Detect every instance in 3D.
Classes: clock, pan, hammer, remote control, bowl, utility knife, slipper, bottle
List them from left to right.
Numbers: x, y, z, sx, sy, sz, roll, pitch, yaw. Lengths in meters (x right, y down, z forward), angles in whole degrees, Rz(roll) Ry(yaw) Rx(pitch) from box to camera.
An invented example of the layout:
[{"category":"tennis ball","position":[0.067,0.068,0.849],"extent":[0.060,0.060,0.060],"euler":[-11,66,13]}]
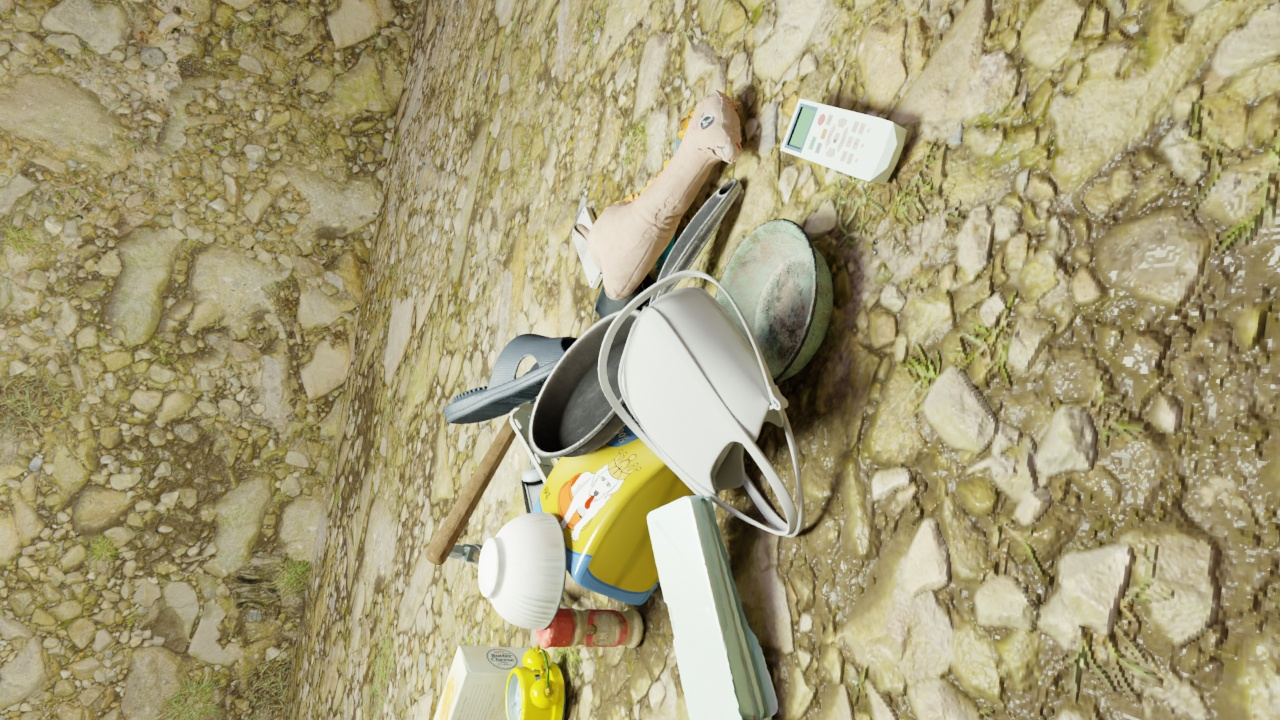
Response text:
[{"category":"hammer","position":[-0.196,0.129,1.229],"extent":[0.130,0.040,0.320],"euler":[-27,31,56]},{"category":"bowl","position":[-0.125,0.211,0.926],"extent":[0.118,0.062,0.118],"euler":[-32,54,57]},{"category":"slipper","position":[-0.146,0.010,1.153],"extent":[0.264,0.101,0.082],"euler":[-21,75,28]},{"category":"hammer","position":[-0.138,0.280,1.131],"extent":[0.317,0.147,0.028],"euler":[11,85,53]},{"category":"clock","position":[-0.122,0.395,1.096],"extent":[0.083,0.057,0.119],"euler":[-118,40,-52]},{"category":"clock","position":[-0.129,0.185,1.176],"extent":[0.095,0.035,0.122],"euler":[116,143,-73]},{"category":"bottle","position":[-0.052,0.278,0.953],"extent":[0.044,0.109,0.044],"euler":[-172,91,-66]},{"category":"remote control","position":[-0.068,-0.157,1.262],"extent":[0.050,0.011,0.135],"euler":[-61,32,31]},{"category":"pan","position":[0.000,-0.039,0.975],"extent":[0.357,0.055,0.187],"euler":[-49,27,6]},{"category":"utility knife","position":[0.035,-0.177,1.070],"extent":[0.031,0.015,0.178],"euler":[-8,72,57]},{"category":"bowl","position":[0.122,-0.046,0.822],"extent":[0.158,0.038,0.157],"euler":[-34,51,54]},{"category":"remote control","position":[0.175,-0.188,0.789],"extent":[0.143,0.024,0.050],"euler":[44,118,57]}]

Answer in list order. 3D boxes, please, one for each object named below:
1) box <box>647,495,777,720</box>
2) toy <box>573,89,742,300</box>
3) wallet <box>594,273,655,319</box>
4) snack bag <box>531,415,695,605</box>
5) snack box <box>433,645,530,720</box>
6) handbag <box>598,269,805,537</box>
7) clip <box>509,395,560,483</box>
[{"category":"box","position":[0.058,0.217,0.794],"extent":[0.083,0.066,0.198],"euler":[118,141,-63]},{"category":"toy","position":[0.013,-0.197,1.033],"extent":[0.265,0.065,0.196],"euler":[-59,42,27]},{"category":"wallet","position":[-0.022,-0.075,1.124],"extent":[0.089,0.026,0.115],"euler":[-69,28,21]},{"category":"snack bag","position":[-0.011,0.124,0.961],"extent":[0.205,0.102,0.159],"euler":[-60,29,4]},{"category":"snack box","position":[-0.211,0.471,1.189],"extent":[0.057,0.104,0.208],"euler":[46,120,58]},{"category":"handbag","position":[0.065,0.054,0.780],"extent":[0.222,0.095,0.216],"euler":[54,155,20]},{"category":"clip","position":[-0.099,0.097,1.137],"extent":[0.126,0.097,0.152],"euler":[65,-165,-8]}]
